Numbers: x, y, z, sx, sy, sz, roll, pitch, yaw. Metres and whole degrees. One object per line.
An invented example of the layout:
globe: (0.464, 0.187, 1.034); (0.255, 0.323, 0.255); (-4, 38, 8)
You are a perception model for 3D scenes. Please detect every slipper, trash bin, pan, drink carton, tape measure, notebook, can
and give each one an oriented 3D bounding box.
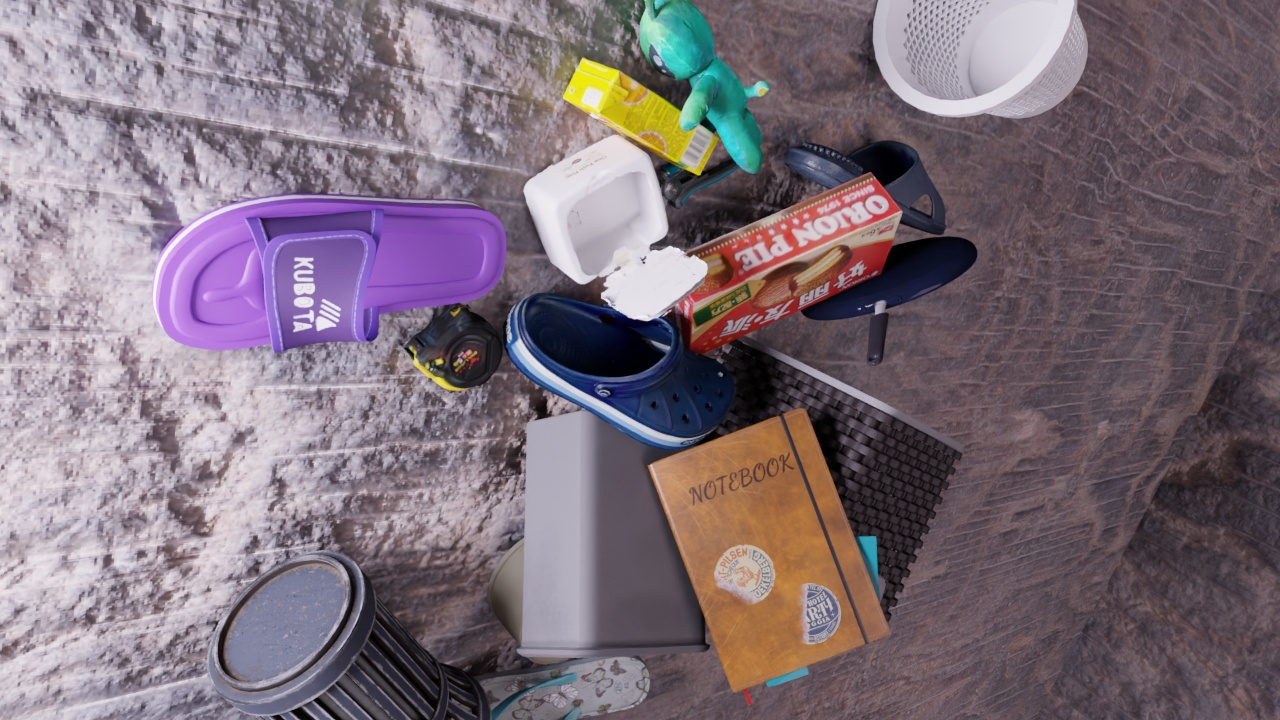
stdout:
slipper: (0.265, -0.205, 1.009); (0.263, 0.101, 0.082); (13, 106, -42)
slipper: (-0.119, 0.378, 0.992); (0.268, 0.054, 0.098); (-16, 110, -6)
trash bin: (-0.254, 0.288, 0.809); (0.164, 0.164, 0.228); (-38, 131, -18)
pan: (0.250, -0.066, 0.952); (0.021, 0.199, 0.355); (67, 24, -15)
slipper: (-0.208, -0.062, 0.681); (0.265, 0.084, 0.107); (-13, 123, -37)
drink carton: (0.001, -0.209, 0.796); (0.134, 0.058, 0.043); (20, 102, -46)
trash bin: (0.381, -0.343, 0.977); (0.199, 0.195, 0.196); (-3, 117, -52)
trash bin: (-0.023, 0.177, 0.910); (0.191, 0.098, 0.219); (17, 67, -46)
tape measure: (-0.157, -0.009, 0.792); (0.071, 0.042, 0.072); (-46, 133, -11)
notebook: (0.134, 0.186, 0.886); (0.178, 0.014, 0.249); (-21, 89, 1)
can: (-0.093, 0.251, 0.989); (0.127, 0.073, 0.128); (-22, 128, -31)
slipper: (-0.005, 0.005, 0.850); (0.252, 0.105, 0.095); (21, 139, -29)

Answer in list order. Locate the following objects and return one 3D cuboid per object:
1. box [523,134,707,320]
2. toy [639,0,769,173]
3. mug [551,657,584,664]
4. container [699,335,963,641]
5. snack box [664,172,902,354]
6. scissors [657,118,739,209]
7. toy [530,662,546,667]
box: (-0.013, -0.102, 0.789); (0.108, 0.137, 0.128); (-31, 132, -14)
toy: (0.056, -0.250, 0.784); (0.073, 0.130, 0.193); (-25, 123, 26)
mug: (-0.060, 0.339, 1.082); (0.089, 0.073, 0.105); (-37, 160, -19)
container: (0.184, 0.141, 1.048); (0.247, 0.246, 0.243); (23, 95, -47)
snack box: (0.139, -0.094, 0.925); (0.236, 0.060, 0.113); (-24, 154, -11)
scissors: (0.054, -0.185, 0.889); (0.124, 0.019, 0.157); (7, 112, -42)
toy: (-0.139, 0.402, 1.064); (0.063, 0.047, 0.110); (-6, 116, -50)
